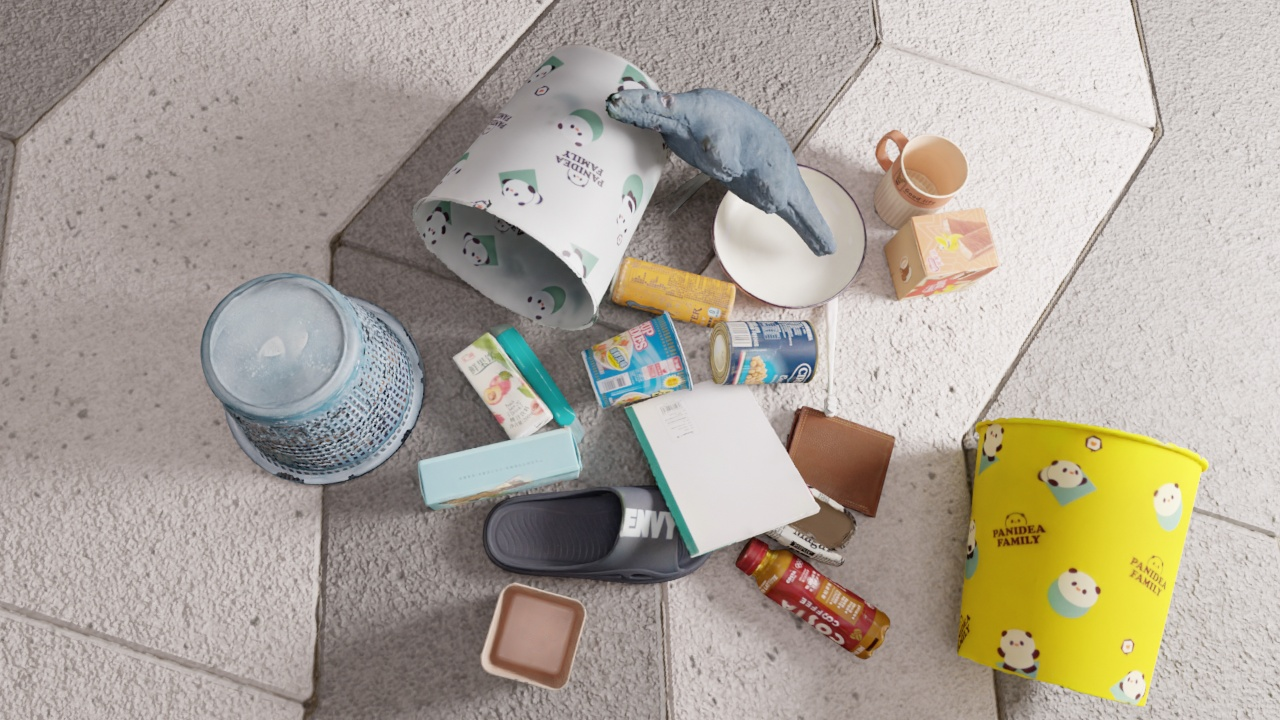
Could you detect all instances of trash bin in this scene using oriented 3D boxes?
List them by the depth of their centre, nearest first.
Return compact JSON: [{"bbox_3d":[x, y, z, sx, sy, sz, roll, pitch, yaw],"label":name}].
[{"bbox_3d":[-0.354,0.007,0.970,0.226,0.195,0.226,1,75,-5],"label":"trash bin"},{"bbox_3d":[0.456,0.212,0.979,0.229,0.230,0.255,14,80,-1],"label":"trash bin"},{"bbox_3d":[-0.093,-0.202,1.039,0.229,0.230,0.251,28,70,3],"label":"trash bin"}]

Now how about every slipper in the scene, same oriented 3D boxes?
[{"bbox_3d":[-0.041,0.191,1.008,0.268,0.083,0.110,-1,77,-4],"label":"slipper"}]

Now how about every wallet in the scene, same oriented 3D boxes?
[{"bbox_3d":[0.229,0.119,1.076,0.124,0.032,0.101,18,77,1],"label":"wallet"}]

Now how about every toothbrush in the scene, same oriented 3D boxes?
[{"bbox_3d":[0.229,-0.017,1.102,0.016,0.016,0.179,7,64,-1],"label":"toothbrush"}]

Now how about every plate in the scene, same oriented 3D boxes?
[{"bbox_3d":[0.181,-0.150,1.136,0.192,0.039,0.192,1,75,-4],"label":"plate"}]

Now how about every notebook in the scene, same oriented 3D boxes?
[{"bbox_3d":[0.085,0.108,1.026,0.150,0.012,0.209,-17,51,-11],"label":"notebook"}]

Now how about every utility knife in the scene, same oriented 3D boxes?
[{"bbox_3d":[-0.119,0.025,1.079,0.029,0.013,0.174,-35,80,-9],"label":"utility knife"}]

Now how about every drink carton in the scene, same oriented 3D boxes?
[{"bbox_3d":[-0.158,0.032,1.056,0.053,0.045,0.122,-38,80,-1],"label":"drink carton"}]

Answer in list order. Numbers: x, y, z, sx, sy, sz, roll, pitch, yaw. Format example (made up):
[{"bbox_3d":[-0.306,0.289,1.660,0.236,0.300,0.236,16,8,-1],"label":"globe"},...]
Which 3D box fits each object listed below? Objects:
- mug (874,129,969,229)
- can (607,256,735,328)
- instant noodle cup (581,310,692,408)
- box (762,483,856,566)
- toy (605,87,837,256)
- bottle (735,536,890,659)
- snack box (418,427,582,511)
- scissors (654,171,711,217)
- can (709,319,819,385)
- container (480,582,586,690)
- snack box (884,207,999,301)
[{"bbox_3d":[0.334,-0.229,1.135,0.081,0.106,0.114,-36,81,-13],"label":"mug"},{"bbox_3d":[0.038,-0.080,1.096,0.146,0.058,0.058,14,75,-1],"label":"can"},{"bbox_3d":[-0.006,0.006,1.056,0.110,0.099,0.099,-19,78,-2],"label":"instant noodle cup"},{"bbox_3d":[0.157,0.181,1.027,0.163,0.076,0.086,30,39,2],"label":"box"},{"bbox_3d":[0.099,-0.232,1.024,0.356,0.092,0.137,23,50,-37],"label":"toy"},{"bbox_3d":[0.189,0.261,1.021,0.175,0.057,0.057,33,75,4],"label":"bottle"},{"bbox_3d":[-0.154,0.122,1.019,0.174,0.074,0.051,-12,76,-8],"label":"snack box"},{"bbox_3d":[0.095,-0.246,1.156,0.165,0.014,0.162,-8,52,22],"label":"scissors"},{"bbox_3d":[0.141,-0.009,1.070,0.111,0.075,0.075,-1,75,-14],"label":"can"},{"bbox_3d":[-0.110,0.287,0.961,0.090,0.111,0.089,16,75,-1],"label":"container"},{"bbox_3d":[0.365,-0.128,1.118,0.094,0.093,0.077,-9,77,-8],"label":"snack box"}]
